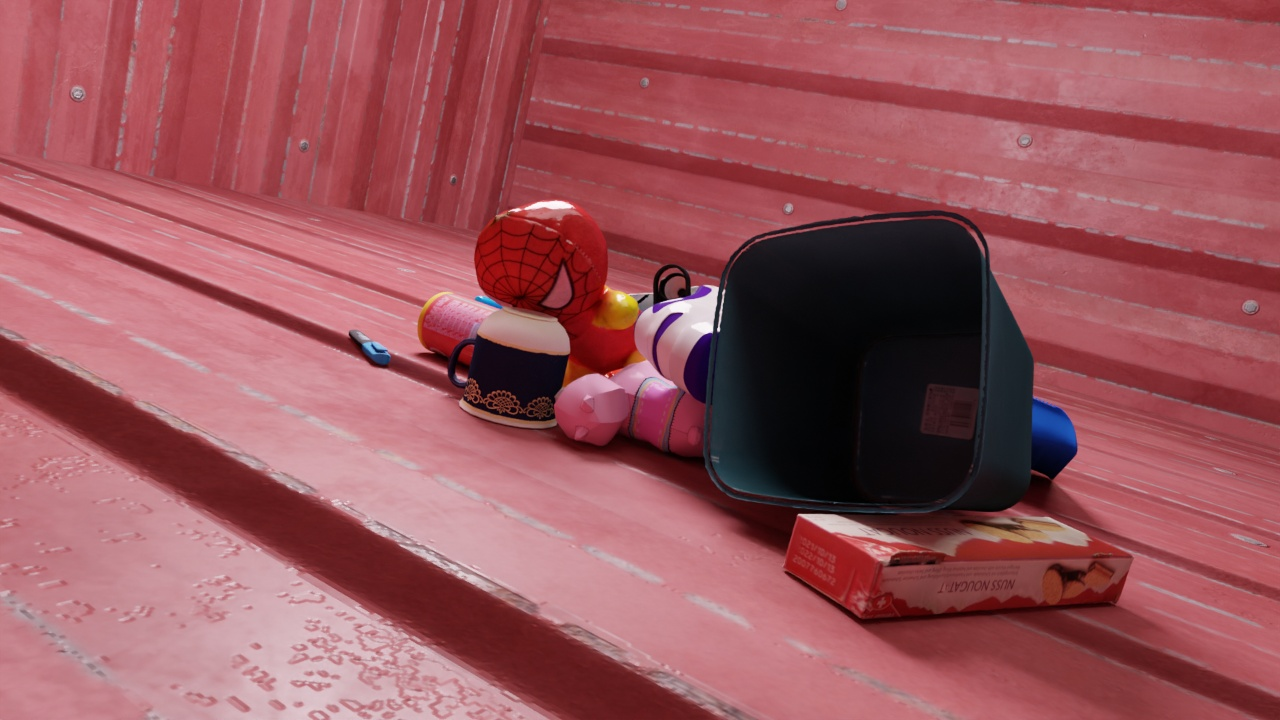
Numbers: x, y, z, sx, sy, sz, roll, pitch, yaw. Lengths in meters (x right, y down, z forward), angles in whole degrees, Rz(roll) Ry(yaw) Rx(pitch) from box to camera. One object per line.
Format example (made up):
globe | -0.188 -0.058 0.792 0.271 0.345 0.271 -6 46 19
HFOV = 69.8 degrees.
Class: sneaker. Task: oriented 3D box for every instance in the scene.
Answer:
sneaker | 0.095 -0.022 0.807 0.243 0.092 0.111 -9 26 -43

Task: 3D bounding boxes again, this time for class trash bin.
trash bin | 0.189 0.024 0.686 0.197 0.199 0.218 -1 -14 36

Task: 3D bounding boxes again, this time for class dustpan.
dustpan | 0.356 0.053 1.047 0.258 0.059 0.245 18 -7 22

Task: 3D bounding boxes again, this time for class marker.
marker | -0.270 -0.016 0.908 0.018 0.015 0.123 7 9 -31

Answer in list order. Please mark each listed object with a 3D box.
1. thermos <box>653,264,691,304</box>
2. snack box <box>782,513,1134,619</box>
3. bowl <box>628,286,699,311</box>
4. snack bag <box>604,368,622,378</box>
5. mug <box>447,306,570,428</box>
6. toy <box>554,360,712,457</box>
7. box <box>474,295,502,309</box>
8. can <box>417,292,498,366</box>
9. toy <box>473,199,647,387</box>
thermos | 0.077 -0.030 1.079 0.069 0.101 0.229 -2 -14 25
snack box | 0.221 0.132 0.611 0.272 0.044 0.077 8 10 -34
bowl | -0.006 -0.046 1.138 0.174 0.068 0.174 -8 1 0
snack bag | -0.006 0.006 0.960 0.087 0.044 0.155 -7 31 -27
mug | -0.116 -0.001 0.794 0.112 0.089 0.085 17 9 21
toy | 0.005 0.044 0.782 0.123 0.067 0.157 20 16 26
box | -0.104 -0.024 1.072 0.244 0.060 0.175 17 10 25
can | -0.167 -0.025 0.948 0.124 0.067 0.066 19 10 33
toy | -0.067 -0.059 0.853 0.148 0.216 0.098 -12 40 28
